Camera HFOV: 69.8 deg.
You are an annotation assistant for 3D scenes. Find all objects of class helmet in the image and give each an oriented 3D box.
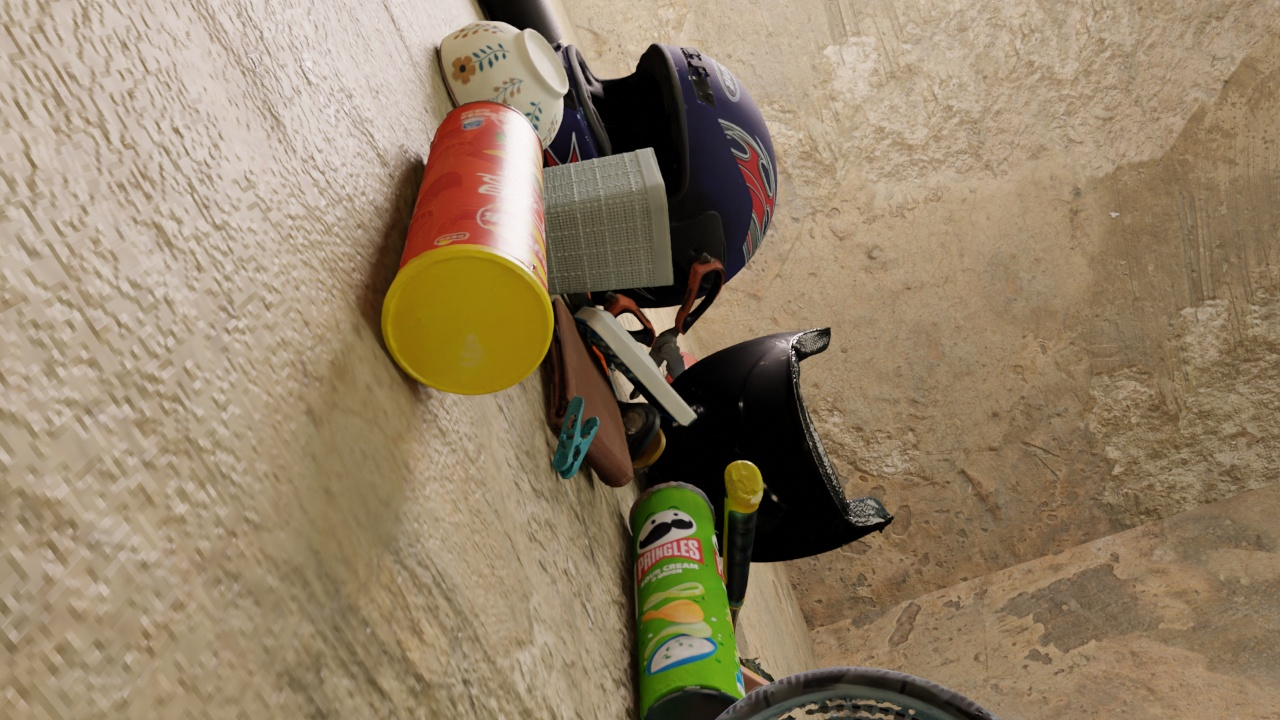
[{"bbox_3d":[0.014,-0.202,0.942,0.316,0.240,0.247,61,9,-50],"label":"helmet"},{"bbox_3d":[0.119,0.097,0.964,0.275,0.230,0.233,92,-16,-78],"label":"helmet"}]

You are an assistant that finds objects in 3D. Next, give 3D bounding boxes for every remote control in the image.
[{"bbox_3d":[-0.004,0.004,0.745,0.125,0.024,0.049,49,-10,-22],"label":"remote control"}]

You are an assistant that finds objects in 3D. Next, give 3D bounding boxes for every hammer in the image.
[{"bbox_3d":[0.082,0.200,0.824,0.324,0.032,0.126,88,-10,-45],"label":"hammer"}]

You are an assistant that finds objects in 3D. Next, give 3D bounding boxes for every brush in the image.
[{"bbox_3d":[0.069,0.263,0.703,0.145,0.063,0.073,46,9,-46],"label":"brush"}]

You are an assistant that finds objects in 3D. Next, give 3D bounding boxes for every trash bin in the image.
[{"bbox_3d":[0.126,0.323,0.519,0.226,0.226,0.195,-103,-177,-46],"label":"trash bin"}]

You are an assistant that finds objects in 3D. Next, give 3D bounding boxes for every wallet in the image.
[{"bbox_3d":[-0.045,0.025,0.689,0.101,0.032,0.124,59,12,-45],"label":"wallet"}]

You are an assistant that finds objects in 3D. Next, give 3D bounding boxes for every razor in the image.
[{"bbox_3d":[-0.009,0.063,0.809,0.067,0.062,0.167,39,-1,4],"label":"razor"}]

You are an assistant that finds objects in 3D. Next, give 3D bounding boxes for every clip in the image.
[{"bbox_3d":[-0.043,0.053,0.603,0.038,0.013,0.055,55,42,-42],"label":"clip"}]

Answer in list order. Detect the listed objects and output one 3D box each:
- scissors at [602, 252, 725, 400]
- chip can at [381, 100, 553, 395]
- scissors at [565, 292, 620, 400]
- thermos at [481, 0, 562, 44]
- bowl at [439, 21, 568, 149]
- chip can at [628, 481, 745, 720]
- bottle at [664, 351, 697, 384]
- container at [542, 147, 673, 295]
[{"bbox_3d":[0.024,-0.030,0.938,0.226,0.189,0.015,27,31,-53],"label":"scissors"},{"bbox_3d":[-0.082,-0.069,0.473,0.216,0.073,0.073,-100,168,-58],"label":"chip can"},{"bbox_3d":[-0.044,-0.013,0.864,0.228,0.022,0.221,-94,168,-73],"label":"scissors"},{"bbox_3d":[-0.150,-0.443,0.962,0.068,0.090,0.243,-78,152,-45],"label":"thermos"},{"bbox_3d":[-0.097,-0.219,0.719,0.113,0.062,0.113,46,29,-35],"label":"bowl"},{"bbox_3d":[0.030,0.178,0.656,0.235,0.072,0.072,-94,163,-66],"label":"chip can"},{"bbox_3d":[0.068,0.038,1.445,0.205,0.060,0.060,-86,155,-74],"label":"bottle"},{"bbox_3d":[-0.036,-0.108,0.739,0.090,0.111,0.090,-101,-177,-52],"label":"container"}]
